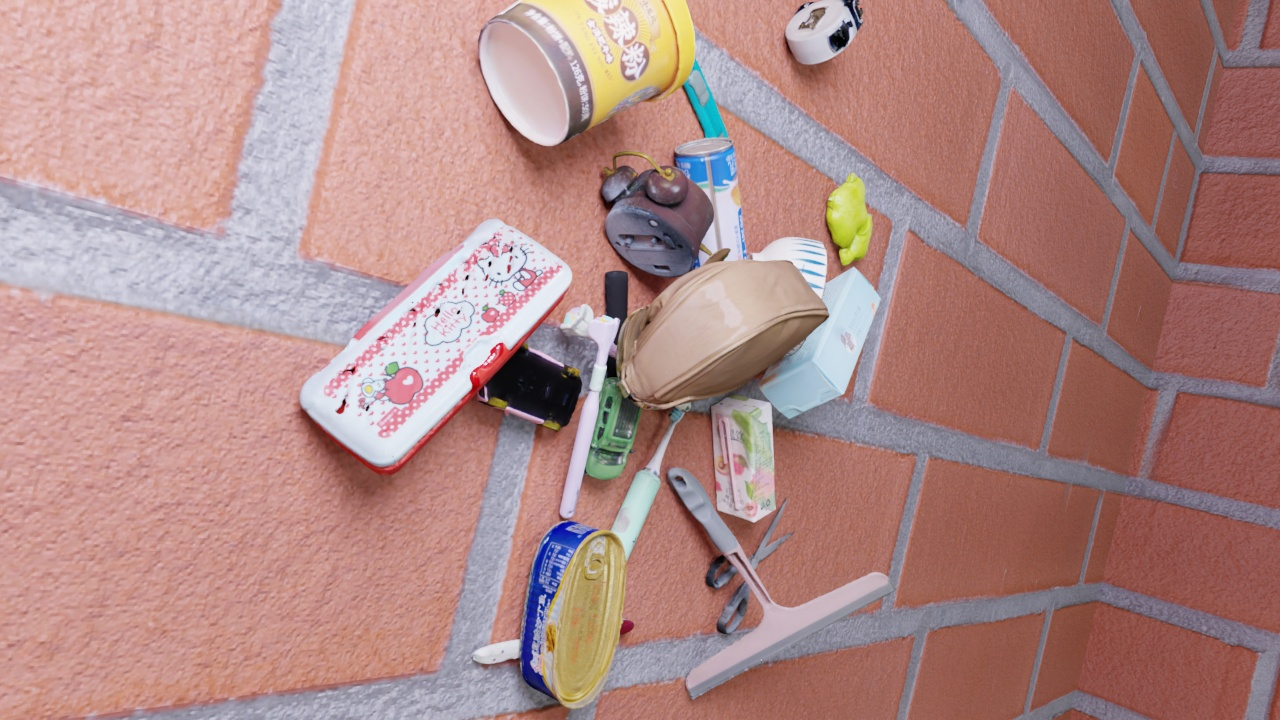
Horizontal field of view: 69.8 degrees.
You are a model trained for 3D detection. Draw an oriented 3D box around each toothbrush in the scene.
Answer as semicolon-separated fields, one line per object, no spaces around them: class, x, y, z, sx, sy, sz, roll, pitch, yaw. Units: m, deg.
toothbrush;-0.046;0.052;0.752;0.029;0.021;0.189;-5;120;-34
toothbrush;-0.004;0.136;0.849;0.224;0.026;0.027;-65;150;-14
toothbrush;-0.073;0.244;0.810;0.187;0.017;0.016;6;98;-47
toothbrush;-0.005;0.005;0.789;0.029;0.020;0.189;-42;139;8

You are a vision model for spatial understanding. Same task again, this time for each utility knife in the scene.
utility knife;0.045;-0.251;0.811;0.029;0.013;0.187;-56;136;-24

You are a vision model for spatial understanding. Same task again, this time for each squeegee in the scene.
squeegee;0.095;0.197;0.940;0.248;0.040;0.249;-31;110;9

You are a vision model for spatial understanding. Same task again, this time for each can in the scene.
can;0.066;-0.131;0.837;0.053;0.053;0.135;-33;123;-40
can;-0.057;0.211;0.771;0.074;0.049;0.148;8;90;-48

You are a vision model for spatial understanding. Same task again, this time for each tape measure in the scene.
tape measure;0.178;-0.325;0.903;0.033;0.066;0.065;50;60;-38

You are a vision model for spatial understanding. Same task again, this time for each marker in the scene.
marker;-0.019;-0.012;0.796;0.022;0.020;0.132;-7;107;-20

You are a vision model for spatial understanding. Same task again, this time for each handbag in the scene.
handbag;0.068;-0.028;0.771;0.099;0.148;0.204;57;25;13

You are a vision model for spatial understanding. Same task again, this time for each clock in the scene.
clock;0.012;-0.123;0.756;0.055;0.082;0.122;-60;138;-26

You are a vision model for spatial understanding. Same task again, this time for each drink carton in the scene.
drink carton;0.105;0.101;0.946;0.045;0.054;0.122;-24;117;-43

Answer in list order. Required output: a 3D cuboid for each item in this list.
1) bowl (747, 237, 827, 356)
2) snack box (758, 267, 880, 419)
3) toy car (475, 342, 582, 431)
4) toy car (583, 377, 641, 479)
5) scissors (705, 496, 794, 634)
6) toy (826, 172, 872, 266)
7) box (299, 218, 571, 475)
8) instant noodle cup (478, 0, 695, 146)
bowl;0.131;-0.069;0.903;0.066;0.116;0.116;15;88;-8
snack box;0.189;-0.020;0.955;0.051;0.074;0.174;46;45;-13
toy car;-0.088;0.018;0.708;0.122;0.037;0.056;31;75;-57
toy car;-0.024;0.060;0.785;0.043;0.036;0.091;10;104;-26
scissors;0.124;0.229;1.038;0.159;0.014;0.177;28;76;-51
toy;0.241;-0.159;1.049;0.100;0.031;0.096;20;87;-50
box;-0.134;-0.017;0.623;0.200;0.086;0.047;-49;174;-28
instant noodle cup;-0.042;-0.219;0.647;0.114;0.118;0.118;-39;128;-26
